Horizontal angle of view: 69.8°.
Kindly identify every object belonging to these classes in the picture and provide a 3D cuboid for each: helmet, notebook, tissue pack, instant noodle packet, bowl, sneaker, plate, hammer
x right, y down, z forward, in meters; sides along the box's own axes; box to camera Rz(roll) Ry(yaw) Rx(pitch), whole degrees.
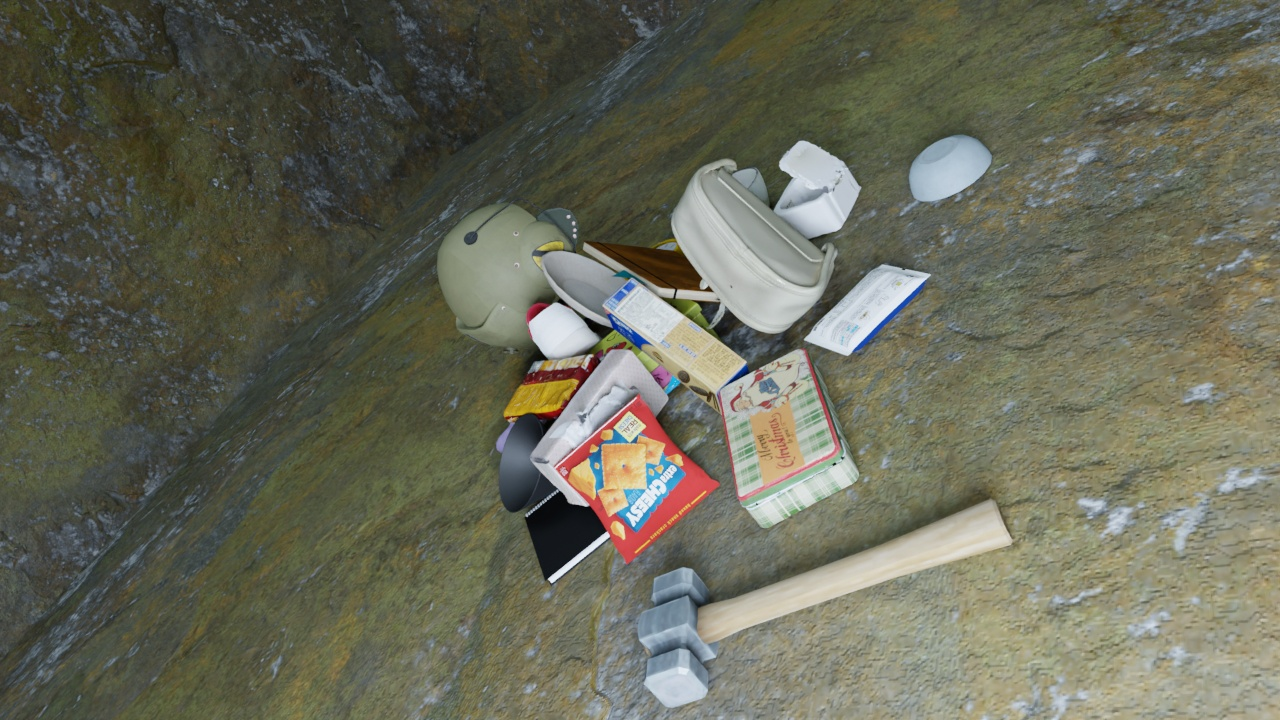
[{"bbox_3d":[-0.205,-0.128,1.491,0.232,0.255,0.251,-45,23,-19],"label":"helmet"},{"bbox_3d":[0.034,-0.122,1.273,0.249,0.178,0.014,38,120,54],"label":"notebook"},{"bbox_3d":[-0.045,0.077,1.102,0.071,0.104,0.181,8,52,52],"label":"tissue pack"},{"bbox_3d":[0.257,-0.060,1.047,0.134,0.026,0.087,-43,25,-8],"label":"instant noodle packet"},{"bbox_3d":[-0.128,0.132,1.152,0.124,0.052,0.124,-31,53,51],"label":"bowl"},{"bbox_3d":[-0.120,-0.038,1.342,0.090,0.104,0.236,-41,-2,-2],"label":"sneaker"},{"bbox_3d":[-0.067,-0.096,1.346,0.027,0.188,0.188,-57,18,24],"label":"plate"},{"bbox_3d":[0.152,-0.243,1.445,0.116,0.065,0.116,-31,26,17],"label":"bowl"},{"bbox_3d":[0.145,0.189,0.766,0.323,0.051,0.117,-26,28,21],"label":"hammer"},{"bbox_3d":[0.389,-0.252,1.172,0.106,0.039,0.106,-31,26,17],"label":"bowl"},{"bbox_3d":[-0.044,0.162,1.100,0.206,0.016,0.149,-39,26,0],"label":"notebook"},{"bbox_3d":[-0.114,0.038,1.187,0.136,0.040,0.098,-9,38,43],"label":"instant noodle packet"}]

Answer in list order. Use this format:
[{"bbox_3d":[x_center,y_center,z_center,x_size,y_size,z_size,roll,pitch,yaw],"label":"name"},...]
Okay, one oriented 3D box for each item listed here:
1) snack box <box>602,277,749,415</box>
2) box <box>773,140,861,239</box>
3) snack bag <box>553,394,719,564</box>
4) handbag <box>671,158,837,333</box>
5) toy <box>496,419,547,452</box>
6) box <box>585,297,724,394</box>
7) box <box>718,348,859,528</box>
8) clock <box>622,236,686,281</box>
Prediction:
[{"bbox_3d":[0.043,-0.020,1.122,0.056,0.057,0.207,-44,57,-12],"label":"snack box"},{"bbox_3d":[0.229,-0.250,1.281,0.103,0.130,0.109,-13,38,45],"label":"box"},{"bbox_3d":[-0.007,0.129,1.019,0.130,0.039,0.144,-40,64,-3],"label":"snack bag"},{"bbox_3d":[0.132,-0.139,1.167,0.183,0.229,0.132,-35,-15,-44],"label":"handbag"},{"bbox_3d":[-0.166,0.100,1.345,0.080,0.036,0.099,13,61,48],"label":"toy"},{"bbox_3d":[-0.007,0.007,1.230,0.221,0.082,0.124,-42,25,-3],"label":"box"},{"bbox_3d":[0.148,0.073,0.950,0.118,0.050,0.205,-32,27,18],"label":"box"},{"bbox_3d":[0.023,-0.141,1.471,0.114,0.052,0.151,-26,25,27],"label":"clock"}]
